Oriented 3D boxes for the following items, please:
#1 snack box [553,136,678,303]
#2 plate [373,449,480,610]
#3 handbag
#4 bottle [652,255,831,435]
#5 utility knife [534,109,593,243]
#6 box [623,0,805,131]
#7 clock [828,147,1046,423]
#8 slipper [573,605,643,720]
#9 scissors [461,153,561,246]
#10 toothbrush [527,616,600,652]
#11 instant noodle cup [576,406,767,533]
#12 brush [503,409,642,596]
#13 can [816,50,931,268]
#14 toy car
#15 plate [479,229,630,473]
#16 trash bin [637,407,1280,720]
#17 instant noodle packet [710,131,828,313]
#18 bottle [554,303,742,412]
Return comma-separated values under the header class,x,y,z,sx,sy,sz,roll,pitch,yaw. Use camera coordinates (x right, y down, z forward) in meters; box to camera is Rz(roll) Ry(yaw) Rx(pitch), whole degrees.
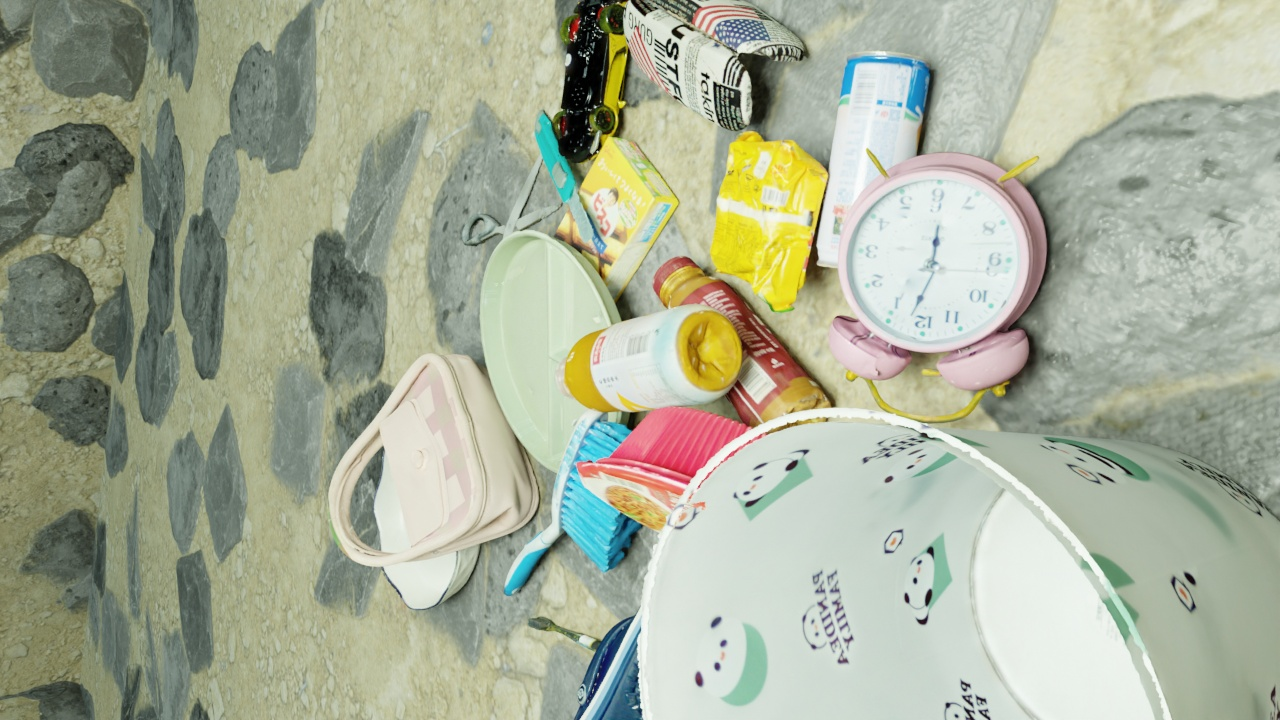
class,x,y,z,sx,sy,sz,roll,pitch,yaw
snack box,-0.030,-0.115,0.814,0.141,0.033,0.087,-54,52,32
plate,-0.244,0.179,1.053,0.205,0.045,0.205,0,91,50
handbag,-0.233,0.120,0.949,0.235,0.093,0.193,-32,62,21
bottle,0.068,-0.011,0.679,0.175,0.057,0.058,54,128,35
utility knife,-0.073,-0.172,0.842,0.029,0.013,0.222,-62,34,31
box,0.055,-0.243,0.694,0.162,0.087,0.076,49,164,42
clock,0.168,-0.041,0.529,0.117,0.059,0.158,7,107,22
slipper,0.014,0.251,0.720,0.253,0.105,0.095,-63,20,19
scissors,-0.138,-0.137,0.957,0.159,0.014,0.181,31,110,43
toothbrush,-0.046,0.260,0.841,0.186,0.017,0.012,1,79,49
instant noodle cup,0.054,0.088,0.627,0.194,0.193,0.065,2,62,49
brush,-0.061,0.153,0.825,0.109,0.060,0.315,36,135,20
can,0.148,-0.124,0.588,0.053,0.053,0.134,17,103,48
toy car,-0.042,-0.252,0.820,0.071,0.041,0.156,10,94,49
plate,-0.080,-0.006,0.841,0.230,0.027,0.230,23,120,47
trash bin,0.166,0.132,0.414,0.230,0.251,0.229,0,90,49
instant noodle packet,0.087,-0.100,0.638,0.128,0.044,0.111,-123,39,-70
bottle,-0.004,0.004,0.673,0.190,0.068,0.068,-11,81,57
